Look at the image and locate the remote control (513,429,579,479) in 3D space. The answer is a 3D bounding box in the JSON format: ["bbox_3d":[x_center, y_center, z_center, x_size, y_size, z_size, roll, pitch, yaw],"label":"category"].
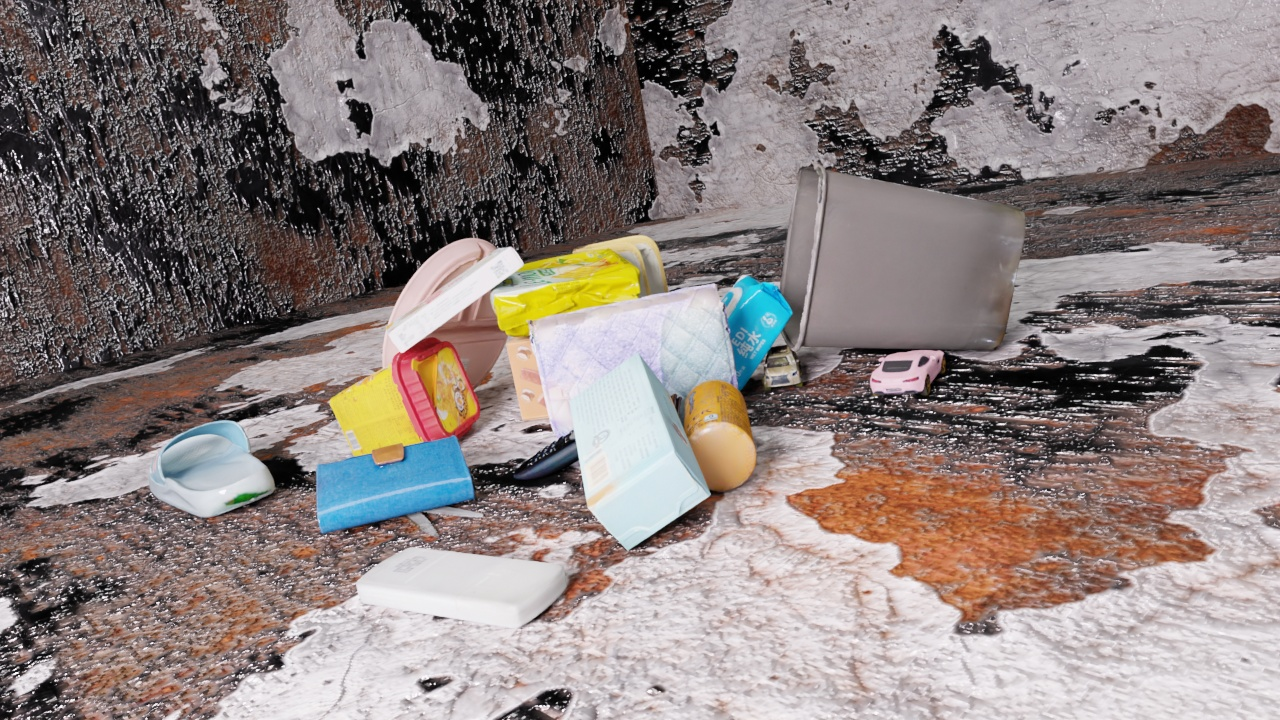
[{"bbox_3d":[-0.056,0.076,0.837,0.137,0.024,0.053,-32,7,16],"label":"remote control"}]

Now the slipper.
[{"bbox_3d":[-0.465,0.108,0.983,0.103,0.074,0.246,-21,18,-35],"label":"slipper"}]

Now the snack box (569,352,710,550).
[{"bbox_3d":[-0.006,0.064,0.711,0.074,0.051,0.174,-35,25,7],"label":"snack box"}]

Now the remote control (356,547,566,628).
[{"bbox_3d":[-0.123,0.153,0.622,0.150,0.021,0.058,-2,15,33],"label":"remote control"}]

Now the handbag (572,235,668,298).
[{"bbox_3d":[-0.052,-0.076,1.245,0.179,0.163,0.063,-6,14,26],"label":"handbag"}]

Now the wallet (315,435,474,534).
[{"bbox_3d":[-0.220,0.108,0.817,0.133,0.040,0.106,-11,21,-15],"label":"wallet"}]

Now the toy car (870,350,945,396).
[{"bbox_3d":[0.264,0.008,0.905,0.056,0.037,0.122,-1,15,31],"label":"toy car"}]

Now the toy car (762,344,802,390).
[{"bbox_3d":[0.153,0.008,0.998,0.042,0.035,0.090,-9,15,11],"label":"toy car"}]

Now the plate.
[{"bbox_3d":[-0.228,-0.039,1.140,0.028,0.230,0.228,25,28,22],"label":"plate"}]

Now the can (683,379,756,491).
[{"bbox_3d":[0.066,0.060,0.787,0.058,0.058,0.146,-10,13,5],"label":"can"}]

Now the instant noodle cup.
[{"bbox_3d":[-0.262,0.049,1.016,0.124,0.116,0.116,-19,10,19],"label":"instant noodle cup"}]

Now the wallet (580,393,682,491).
[{"bbox_3d":[-0.006,0.071,0.825,0.096,0.020,0.122,-29,11,10],"label":"wallet"}]

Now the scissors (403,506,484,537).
[{"bbox_3d":[-0.212,0.131,0.820,0.173,0.014,0.159,-8,15,3],"label":"scissors"}]

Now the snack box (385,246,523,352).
[{"bbox_3d":[-0.200,-0.067,0.979,0.156,0.027,0.085,-37,15,-10],"label":"snack box"}]

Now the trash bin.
[{"bbox_3d":[0.275,-0.107,1.003,0.220,0.199,0.198,5,13,1],"label":"trash bin"}]

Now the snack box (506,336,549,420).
[{"bbox_3d":[-0.100,0.009,1.066,0.077,0.094,0.092,-8,13,10],"label":"snack box"}]

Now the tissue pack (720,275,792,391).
[{"bbox_3d":[0.104,-0.027,1.006,0.063,0.140,0.090,33,8,-10],"label":"tissue pack"}]

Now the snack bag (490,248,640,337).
[{"bbox_3d":[-0.088,-0.074,1.042,0.158,0.068,0.246,-12,13,-7],"label":"snack bag"}]

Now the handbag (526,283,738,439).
[{"bbox_3d":[-0.006,0.005,0.915,0.194,0.134,0.075,-11,15,-4],"label":"handbag"}]
